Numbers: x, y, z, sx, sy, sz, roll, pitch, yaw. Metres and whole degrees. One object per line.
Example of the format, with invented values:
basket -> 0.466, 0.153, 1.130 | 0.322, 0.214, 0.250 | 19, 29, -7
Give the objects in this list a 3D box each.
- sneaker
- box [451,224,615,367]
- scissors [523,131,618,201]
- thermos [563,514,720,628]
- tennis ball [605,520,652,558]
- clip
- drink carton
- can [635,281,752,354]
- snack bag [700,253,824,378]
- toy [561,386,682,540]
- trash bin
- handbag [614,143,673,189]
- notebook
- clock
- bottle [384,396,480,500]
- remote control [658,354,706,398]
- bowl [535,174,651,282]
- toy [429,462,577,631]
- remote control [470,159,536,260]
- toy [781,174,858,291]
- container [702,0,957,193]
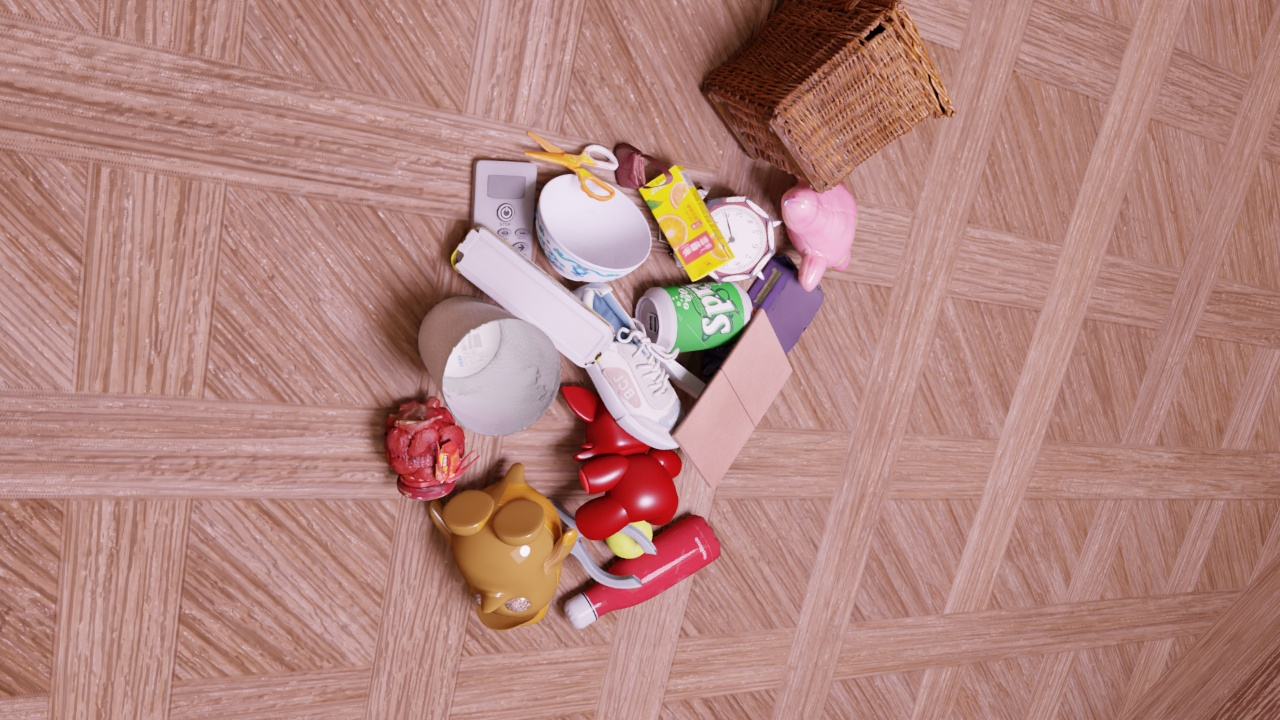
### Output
sneaker -> -0.007, 0.007, 1.134 | 0.242, 0.091, 0.089 | 53, 45, -10
box -> -0.124, -0.072, 1.062 | 0.209, 0.033, 0.064 | 38, 105, -7
scissors -> -0.080, -0.244, 1.089 | 0.133, 0.012, 0.096 | 33, 53, -14
thermos -> 0.000, 0.306, 1.307 | 0.239, 0.073, 0.073 | -28, 118, -17
tennis ball -> -0.016, 0.243, 1.279 | 0.065, 0.065, 0.065 | -10, 112, -25
clip -> -0.072, 0.268, 1.236 | 0.167, 0.028, 0.127 | 21, 93, 2
drink carton -> 0.059, -0.170, 1.140 | 0.059, 0.042, 0.134 | -30, 91, 21
can -> 0.070, -0.057, 1.204 | 0.139, 0.088, 0.088 | -7, 111, -26
snack bag -> 0.174, -0.041, 1.284 | 0.096, 0.058, 0.205 | 35, 89, -34
toy -> -0.022, 0.124, 1.198 | 0.158, 0.121, 0.197 | -6, 77, -35
trash bin -> -0.182, -0.004, 1.043 | 0.133, 0.161, 0.133 | -10, 112, -25
handbag -> 0.007, -0.225, 1.090 | 0.029, 0.120, 0.055 | -16, 114, -23
notebook -> 0.126, 0.053, 1.213 | 0.208, 0.008, 0.141 | -54, 139, -18
clock -> 0.098, -0.165, 1.195 | 0.154, 0.065, 0.115 | 16, 102, -3
bottle -> -0.250, 0.104, 1.086 | 0.098, 0.099, 0.111 | -9, 116, -26
remote control -> 0.066, 0.032, 1.257 | 0.143, 0.049, 0.024 | 36, 88, -33
bowl -> -0.067, -0.143, 1.094 | 0.143, 0.143, 0.074 | 5, 145, -30
toy -> -0.167, 0.257, 1.159 | 0.162, 0.199, 0.204 | -61, 153, -50
remote control -> -0.163, -0.159, 1.082 | 0.074, 0.019, 0.151 | -3, 109, -28
toy -> 0.230, -0.188, 1.211 | 0.236, 0.097, 0.192 | 3, 85, -64
container -> 0.209, -0.323, 1.103 | 0.183, 0.250, 0.162 | -42, 123, 2
